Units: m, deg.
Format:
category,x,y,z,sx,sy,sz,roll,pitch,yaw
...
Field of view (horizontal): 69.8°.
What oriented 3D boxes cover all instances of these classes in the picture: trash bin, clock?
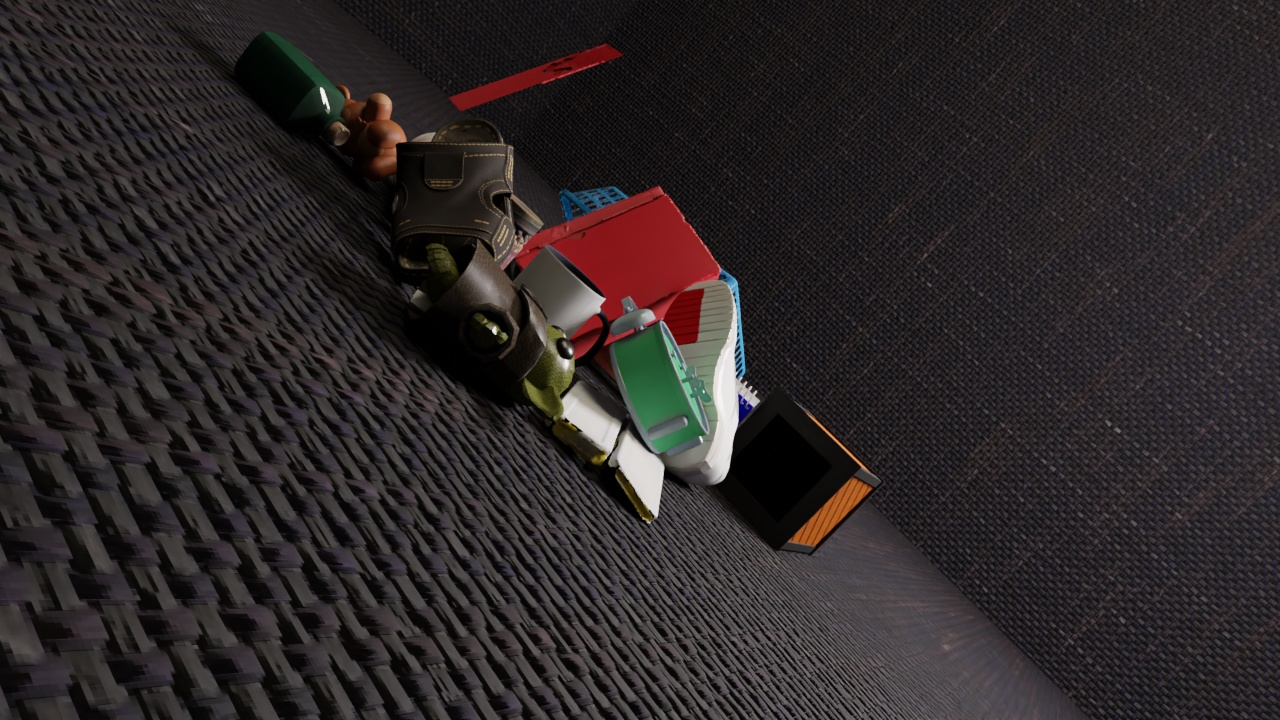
category,x,y,z,sx,sy,sz,roll,pitch,yaw
trash bin,0.198,0.146,1.170,0.139,0.140,0.171,47,8,26
clock,0.017,0.008,0.921,0.122,0.075,0.161,50,18,-66

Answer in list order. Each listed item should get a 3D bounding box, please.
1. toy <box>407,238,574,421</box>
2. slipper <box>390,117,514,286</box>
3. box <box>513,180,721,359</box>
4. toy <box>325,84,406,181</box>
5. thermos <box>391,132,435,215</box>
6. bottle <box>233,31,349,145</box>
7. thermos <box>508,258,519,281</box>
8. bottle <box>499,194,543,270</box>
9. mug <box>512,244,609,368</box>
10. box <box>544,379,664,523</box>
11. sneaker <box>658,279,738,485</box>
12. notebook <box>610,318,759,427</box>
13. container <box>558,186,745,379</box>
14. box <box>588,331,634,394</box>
category,x,y,z,sx,sy,sz,roll,pitch,yaw
toy,-0.114,-0.027,0.721,0.152,0.078,0.179,44,4,-23
slipper,-0.173,-0.164,0.853,0.267,0.113,0.076,-92,-179,-46
box,-0.028,-0.104,1.097,0.153,0.214,0.164,25,-45,62
toy,-0.308,-0.250,0.989,0.128,0.095,0.065,33,28,17
thermos,-0.238,-0.200,1.041,0.099,0.099,0.220,40,12,-21
bottle,-0.348,-0.270,0.943,0.131,0.061,0.061,45,9,12
thermos,-0.080,-0.090,1.272,0.082,0.082,0.240,48,9,35
bottle,-0.154,-0.119,0.936,0.056,0.105,0.056,42,7,-7
mug,-0.083,-0.042,0.906,0.112,0.097,0.078,40,8,-22
box,-0.025,0.075,0.842,0.129,0.036,0.209,46,6,-3
sneaker,0.074,0.030,1.033,0.104,0.090,0.236,51,38,-52
notebook,0.045,0.016,1.181,0.209,0.022,0.172,44,-32,9
container,0.027,-0.107,1.416,0.362,0.089,0.257,43,-22,36
box,-0.007,0.008,1.143,0.187,0.083,0.042,43,3,10
